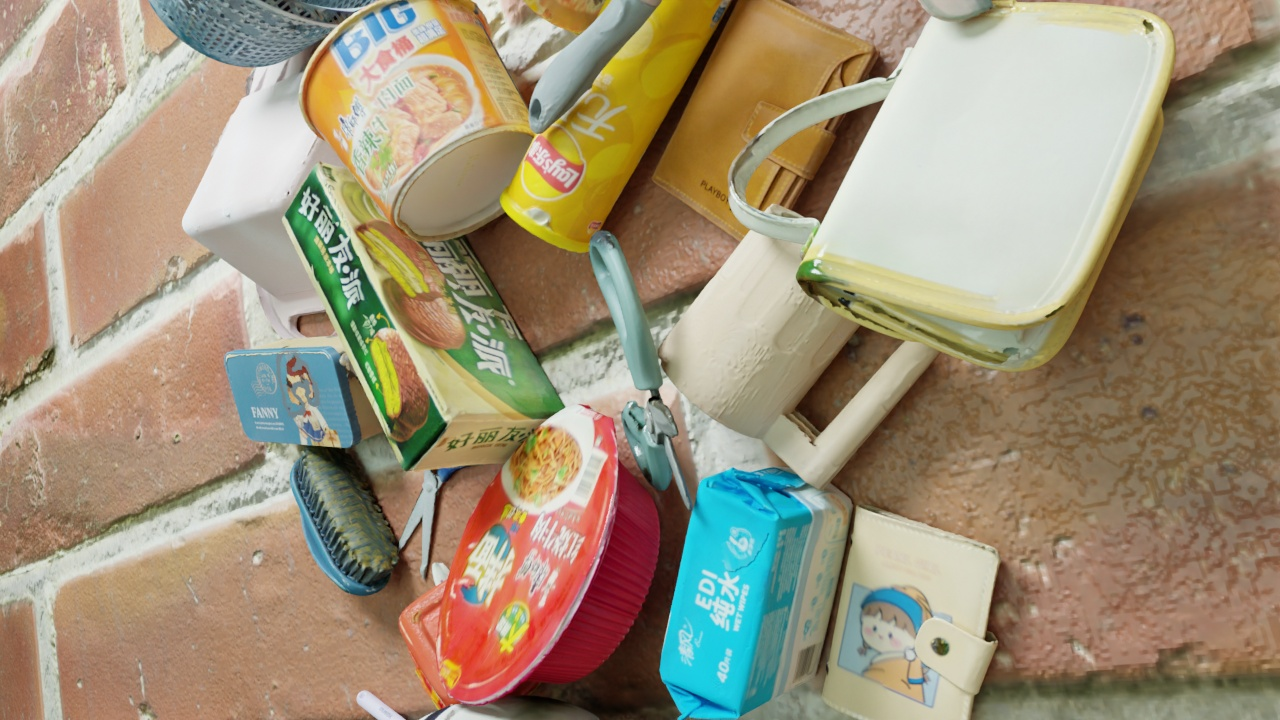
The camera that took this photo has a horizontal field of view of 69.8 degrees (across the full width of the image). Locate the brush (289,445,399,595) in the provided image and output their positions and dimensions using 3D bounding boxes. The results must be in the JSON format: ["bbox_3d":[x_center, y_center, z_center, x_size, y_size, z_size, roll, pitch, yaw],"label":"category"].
[{"bbox_3d":[-0.258,0.141,0.782,0.144,0.055,0.074,52,122,26],"label":"brush"}]

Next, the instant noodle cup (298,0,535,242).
[{"bbox_3d":[-0.145,-0.163,0.647,0.152,0.151,0.111,-42,74,30],"label":"instant noodle cup"}]

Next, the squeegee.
[{"bbox_3d":[0.013,-0.206,0.499,0.250,0.040,0.247,-36,73,30],"label":"squeegee"}]

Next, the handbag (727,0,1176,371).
[{"bbox_3d":[0.135,-0.090,0.434,0.179,0.063,0.163,21,74,30],"label":"handbag"}]

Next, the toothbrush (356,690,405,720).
[{"bbox_3d":[-0.172,0.310,0.736,0.189,0.029,0.021,15,136,38],"label":"toothbrush"}]

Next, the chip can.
[{"bbox_3d":[-0.012,-0.175,0.583,0.072,0.072,0.214,45,115,29],"label":"chip can"}]

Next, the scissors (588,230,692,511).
[{"bbox_3d":[-0.003,0.003,0.532,0.019,0.170,0.180,-14,89,-7],"label":"scissors"}]

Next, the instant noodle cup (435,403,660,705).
[{"bbox_3d":[-0.051,0.126,0.577,0.194,0.066,0.193,-43,30,32],"label":"instant noodle cup"}]

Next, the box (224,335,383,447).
[{"bbox_3d":[-0.288,0.024,0.793,0.185,0.059,0.090,-4,103,37],"label":"box"}]

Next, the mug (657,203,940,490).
[{"bbox_3d":[0.085,-0.009,0.501,0.124,0.084,0.104,44,114,20],"label":"mug"}]

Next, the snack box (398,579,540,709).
[{"bbox_3d":[-0.122,0.203,0.650,0.091,0.082,0.080,47,160,29],"label":"snack box"}]

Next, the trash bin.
[{"bbox_3d":[-0.305,-0.344,0.744,0.196,0.226,0.226,-12,82,50],"label":"trash bin"}]

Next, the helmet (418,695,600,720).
[{"bbox_3d":[-0.088,0.291,0.559,0.275,0.230,0.156,-42,39,51],"label":"helmet"}]

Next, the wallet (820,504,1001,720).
[{"bbox_3d":[0.145,0.143,0.488,0.087,0.024,0.115,15,97,42],"label":"wallet"}]

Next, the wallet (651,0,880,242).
[{"bbox_3d":[0.075,-0.139,0.542,0.119,0.035,0.131,43,115,37],"label":"wallet"}]

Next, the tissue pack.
[{"bbox_3d":[0.062,0.126,0.509,0.063,0.089,0.140,16,99,38],"label":"tissue pack"}]

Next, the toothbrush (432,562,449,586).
[{"bbox_3d":[-0.125,0.242,0.703,0.017,0.016,0.187,-44,64,40],"label":"toothbrush"}]

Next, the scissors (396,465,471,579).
[{"bbox_3d":[-0.169,0.087,0.741,0.166,0.012,0.157,-36,70,33],"label":"scissors"}]

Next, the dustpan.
[{"bbox_3d":[-0.297,-0.159,0.847,0.223,0.139,0.272,-2,60,39],"label":"dustpan"}]

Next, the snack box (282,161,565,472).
[{"bbox_3d":[-0.161,-0.034,0.670,0.063,0.114,0.240,-46,63,27],"label":"snack box"}]

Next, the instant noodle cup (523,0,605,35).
[{"bbox_3d":[-0.047,-0.296,0.579,0.110,0.137,0.138,50,118,36],"label":"instant noodle cup"}]
